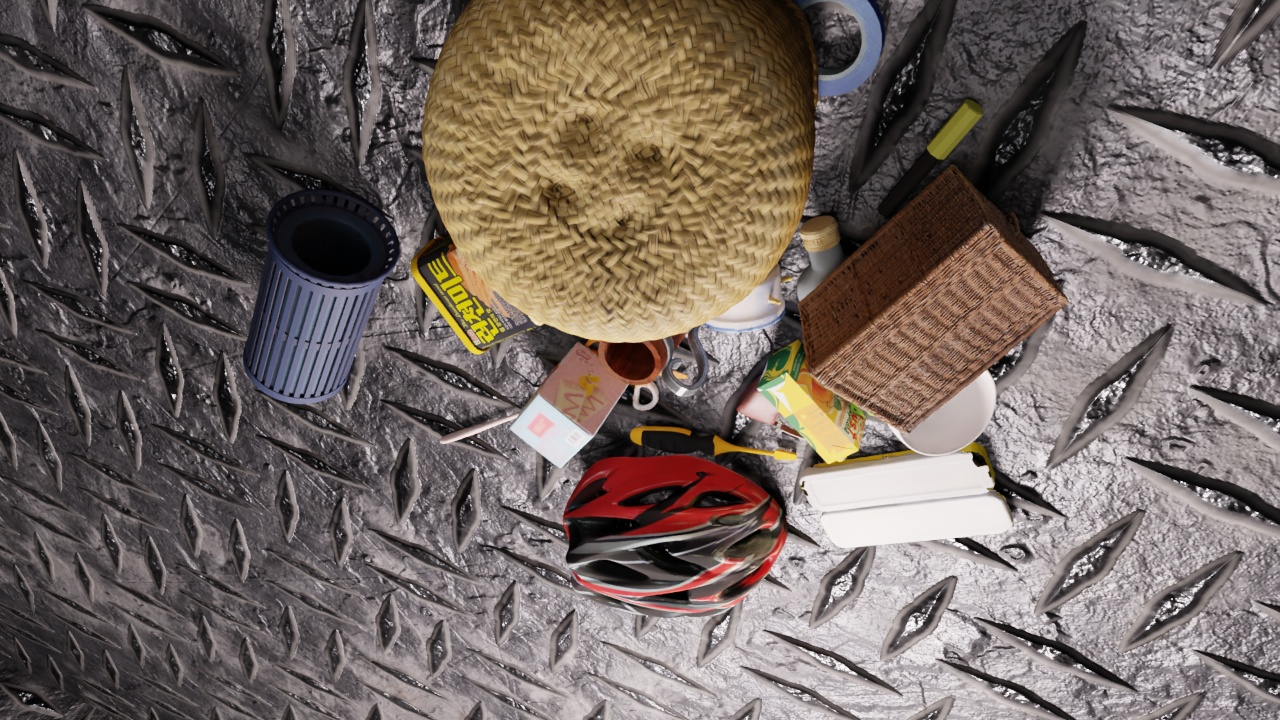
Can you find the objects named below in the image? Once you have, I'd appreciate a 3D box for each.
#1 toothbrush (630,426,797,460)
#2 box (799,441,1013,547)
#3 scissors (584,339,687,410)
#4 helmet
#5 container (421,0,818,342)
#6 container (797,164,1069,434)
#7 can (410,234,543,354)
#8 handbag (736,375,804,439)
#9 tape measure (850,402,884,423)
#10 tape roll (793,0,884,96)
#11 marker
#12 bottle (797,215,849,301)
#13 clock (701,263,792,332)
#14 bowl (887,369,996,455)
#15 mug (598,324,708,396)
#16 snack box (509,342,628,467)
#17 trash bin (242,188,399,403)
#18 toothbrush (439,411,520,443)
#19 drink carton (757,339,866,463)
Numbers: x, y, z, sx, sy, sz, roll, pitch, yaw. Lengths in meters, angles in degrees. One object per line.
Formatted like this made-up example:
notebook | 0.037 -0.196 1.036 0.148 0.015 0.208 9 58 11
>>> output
toothbrush | 0.082 0.098 1.058 0.197 0.030 0.031 6 117 17
box | 0.290 0.154 1.013 0.210 0.023 0.127 -14 118 31
scissors | -0.006 0.007 1.039 0.125 0.011 0.129 14 132 16
helmet | 0.039 0.216 1.099 0.272 0.166 0.218 -1 133 10
container | -0.012 -0.164 0.714 0.307 0.196 0.307 5 119 8
container | 0.242 -0.047 0.778 0.112 0.113 0.199 34 119 -20
can | -0.167 -0.085 1.001 0.101 0.072 0.131 -20 116 32
handbag | 0.167 0.063 0.997 0.119 0.029 0.055 29 135 -7
tape measure | 0.242 0.034 0.930 0.059 0.035 0.066 3 126 21
tape roll | 0.152 -0.264 0.750 0.091 0.016 0.093 14 130 14
marker | 0.244 -0.169 0.781 0.017 0.021 0.124 33 136 -2
bottle | 0.189 -0.059 0.874 0.072 0.046 0.161 -6 123 28
clock | 0.080 -0.068 0.890 0.125 0.088 0.052 5 122 19
bowl | 0.282 0.035 0.884 0.105 0.054 0.105 -4 111 -11
mug | 0.023 -0.024 0.934 0.117 0.110 0.082 35 132 -4
snack box | -0.081 0.051 1.044 0.079 0.094 0.093 39 140 -5
trash bin | -0.383 -0.063 1.075 0.139 0.138 0.250 34 134 -3
toothbrush | -0.196 0.087 1.187 0.182 0.015 0.018 -18 122 33
drink carton | 0.181 0.045 0.951 0.122 0.058 0.041 46 130 -14
